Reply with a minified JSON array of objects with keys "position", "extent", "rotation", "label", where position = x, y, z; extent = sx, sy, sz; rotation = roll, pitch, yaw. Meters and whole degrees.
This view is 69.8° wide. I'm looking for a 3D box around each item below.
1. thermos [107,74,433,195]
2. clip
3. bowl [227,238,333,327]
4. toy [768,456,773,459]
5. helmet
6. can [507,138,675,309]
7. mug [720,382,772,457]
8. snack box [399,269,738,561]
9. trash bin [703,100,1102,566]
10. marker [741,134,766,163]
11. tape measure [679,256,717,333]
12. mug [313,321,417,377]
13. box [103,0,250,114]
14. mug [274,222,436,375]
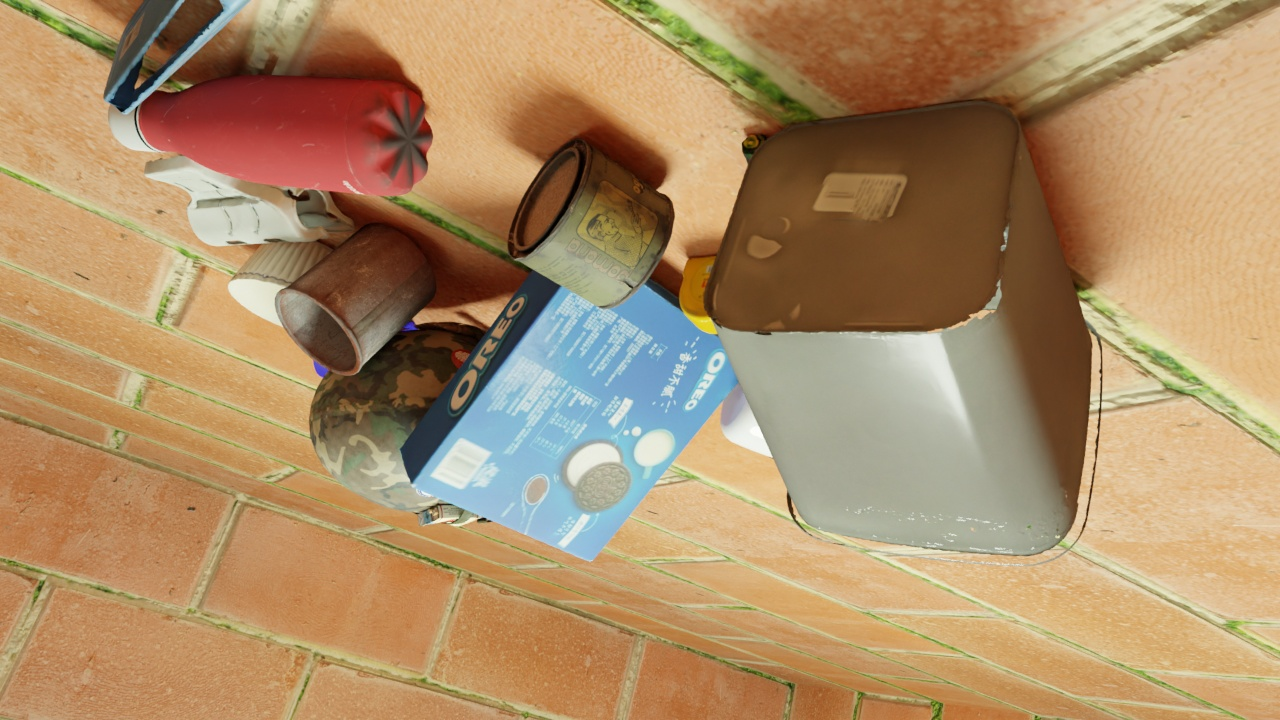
[{"position":[-0.261,-0.157,0.626],"extent":[0.240,0.073,0.073],"rotation":[8,157,18],"label":"thermos"},{"position":[-0.327,-0.127,0.748],"extent":[0.126,0.089,0.150],"rotation":[0,164,27],"label":"clip"},{"position":[-0.324,-0.074,0.877],"extent":[0.115,0.062,0.115],"rotation":[14,158,5],"label":"bowl"},{"position":[0.134,0.062,0.925],"extent":[0.090,0.070,0.103],"rotation":[27,176,17],"label":"toy"},{"position":[-0.183,0.059,0.876],"extent":[0.225,0.192,0.236],"rotation":[-7,168,19],"label":"helmet"},{"position":[-0.035,-0.090,0.612],"extent":[0.074,0.089,0.090],"rotation":[29,154,-29],"label":"can"},{"position":[0.119,0.034,0.794],"extent":[0.068,0.094,0.116],"rotation":[21,165,-10],"label":"mug"},{"position":[-0.049,0.037,0.761],"extent":[0.195,0.239,0.056],"rotation":[32,-169,-35],"label":"snack box"},{"position":[0.158,-0.015,0.552],"extent":[0.198,0.197,0.220],"rotation":[1,147,32],"label":"trash bin"},{"position":[0.089,-0.097,0.610],"extent":[0.017,0.017,0.146],"rotation":[6,156,21],"label":"marker"},{"position":[0.061,-0.049,0.688],"extent":[0.068,0.058,0.030],"rotation":[-2,151,36],"label":"tape measure"},{"position":[-0.290,-0.024,0.971],"extent":[0.083,0.079,0.111],"rotation":[13,130,7],"label":"mug"},{"position":[-0.265,-0.197,0.547],"extent":[0.052,0.067,0.210],"rotation":[24,158,-38],"label":"box"},{"position":[-0.249,-0.049,0.795],"extent":[0.096,0.110,0.123],"rotation":[53,141,-10],"label":"mug"}]
